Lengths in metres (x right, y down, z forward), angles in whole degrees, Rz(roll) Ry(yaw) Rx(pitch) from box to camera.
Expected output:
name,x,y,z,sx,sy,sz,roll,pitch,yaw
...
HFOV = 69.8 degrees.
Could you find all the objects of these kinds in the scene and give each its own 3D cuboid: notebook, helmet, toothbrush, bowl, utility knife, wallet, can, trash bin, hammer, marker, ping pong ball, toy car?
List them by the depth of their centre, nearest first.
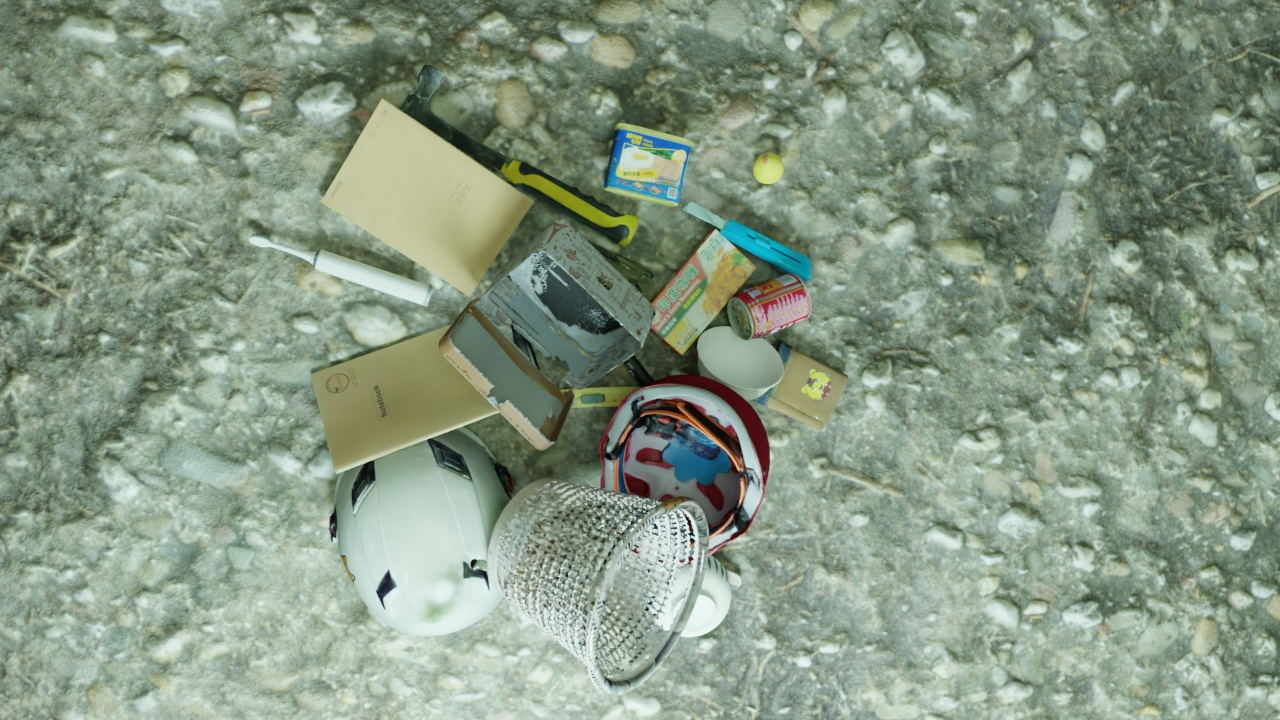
name,x,y,z,sx,sy,sz,roll,pitch,yaw
trash bin,-0.059,0.234,1.051,0.226,0.192,0.228,-32,130,-47
helmet,-0.256,0.209,1.102,0.230,0.157,0.274,-13,98,-11
notebook,-0.283,0.038,1.108,0.207,0.008,0.147,-20,58,-9
notebook,-0.258,-0.194,1.112,0.211,0.012,0.150,33,108,-14
toothbrush,-0.363,-0.113,1.116,0.221,0.026,0.027,18,113,-13
helmet,0.061,0.125,1.141,0.207,0.143,0.241,29,118,10
hammer,-0.151,-0.231,1.146,0.323,0.032,0.126,28,89,-13
can,0.008,-0.247,1.166,0.102,0.057,0.083,12,95,-12
toothbrush,-0.146,-0.009,1.167,0.027,0.026,0.212,-17,92,-17
toy car,-0.058,-0.113,1.173,0.158,0.042,0.070,24,90,-10
marker,-0.007,0.007,1.199,0.022,0.020,0.132,-43,97,-30
bowl,0.121,0.017,1.202,0.118,0.118,0.065,8,132,-13
utility knife,-0.066,0.051,1.202,0.206,0.021,0.031,-1,90,-7
can,0.168,-0.069,1.203,0.093,0.067,0.066,-22,99,-20
utility knife,0.142,-0.159,1.204,0.204,0.018,0.034,24,70,-21
ping pong ball,0.168,-0.252,1.206,0.040,0.040,0.040,-1,95,-12
bowl,0.066,0.318,1.215,0.116,0.066,0.116,-2,108,-5
wallet,0.217,0.036,1.250,0.115,0.033,0.090,26,89,-16

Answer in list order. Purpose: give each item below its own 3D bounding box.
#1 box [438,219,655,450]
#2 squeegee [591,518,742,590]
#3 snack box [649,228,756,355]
name,x,y,z,sx,sy,sz,roll,pitch,yaw
box,-0.112,-0.028,1.077,0.183,0.193,0.157,43,126,-16
squeegee,0.080,0.156,1.228,0.247,0.040,0.249,25,89,-12
snack box,0.074,-0.090,1.208,0.077,0.027,0.155,41,86,-11
